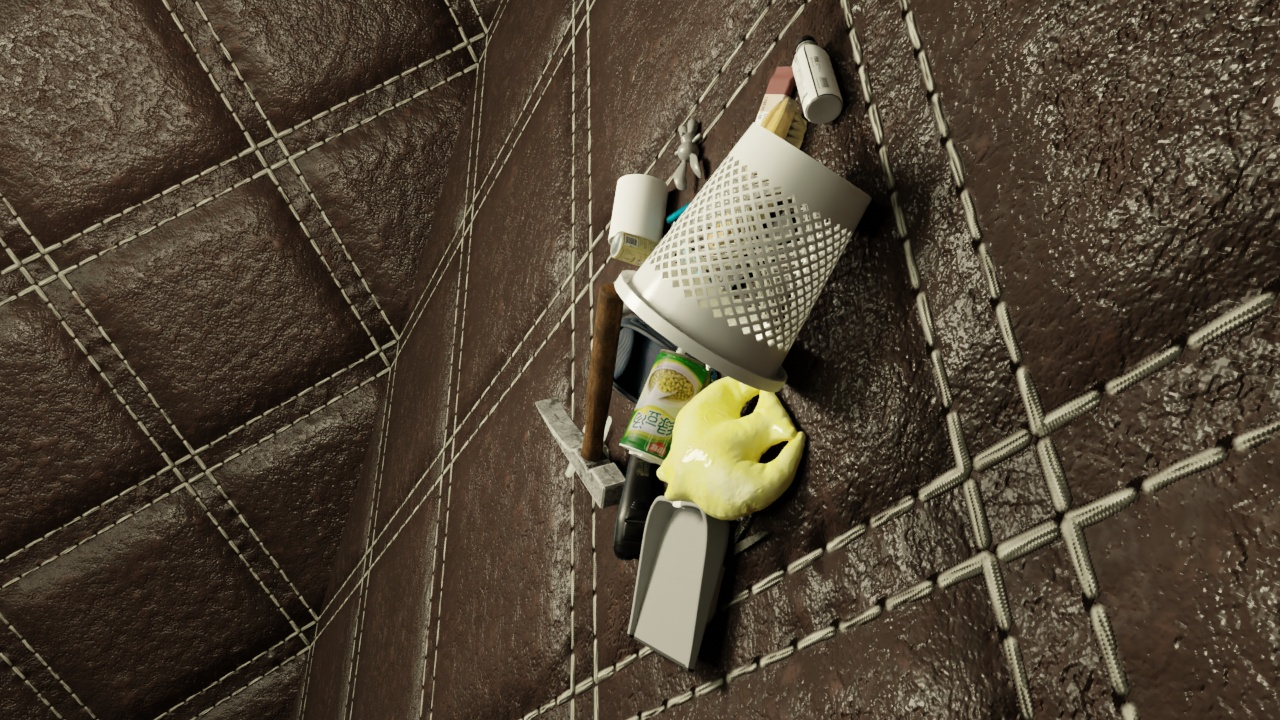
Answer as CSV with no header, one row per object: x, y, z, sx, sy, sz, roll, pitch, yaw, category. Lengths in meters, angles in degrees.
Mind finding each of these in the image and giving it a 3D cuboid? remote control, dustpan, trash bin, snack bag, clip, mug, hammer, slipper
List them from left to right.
-0.069,0.013,1.179,0.217,0.037,0.301,50,143,42,hammer
-0.068,0.129,1.297,0.052,0.058,0.102,-72,4,-72,clip
-0.007,0.007,1.175,0.268,0.083,0.111,35,110,63,slipper
-0.003,-0.200,1.306,0.110,0.074,0.090,96,-178,-76,mug
0.045,0.187,0.995,0.163,0.033,0.257,-9,62,68,dustpan
0.127,-0.114,1.036,0.150,0.013,0.034,-43,40,50,remote control
0.110,-0.107,0.888,0.200,0.195,0.195,-57,28,15,trash bin
0.147,-0.267,1.079,0.158,0.013,0.057,-71,23,9,snack bag

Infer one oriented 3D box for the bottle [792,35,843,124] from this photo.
0.186,-0.305,0.983,0.041,0.041,0.115,-49,35,44,bottle

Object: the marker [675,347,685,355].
0.055,-0.023,1.082,0.152,0.011,0.011,-60,20,-16,marker

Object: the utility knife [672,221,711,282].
0.064,-0.135,1.178,0.022,0.015,0.178,-60,30,30,utility knife

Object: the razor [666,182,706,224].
0.071,-0.207,1.202,0.042,0.022,0.144,-44,6,-27,razor

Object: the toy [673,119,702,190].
0.065,-0.282,1.243,0.049,0.030,0.111,-31,42,38,toy

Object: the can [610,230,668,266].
0.003,-0.146,1.237,0.038,0.079,0.038,-43,40,50,can

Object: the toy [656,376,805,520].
0.086,0.088,0.929,0.155,0.064,0.170,-36,41,12,toy

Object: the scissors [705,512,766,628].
0.080,0.212,0.953,0.158,0.012,0.165,-2,71,66,scissors

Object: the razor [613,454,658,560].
-0.001,0.173,1.118,0.067,0.054,0.151,94,-179,-55,razor

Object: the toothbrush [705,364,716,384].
0.085,0.027,1.046,0.017,0.016,0.188,-32,48,43,toothbrush

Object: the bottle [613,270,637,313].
-0.007,-0.094,1.263,0.196,0.052,0.052,-12,66,63,bottle

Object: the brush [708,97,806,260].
0.130,-0.199,1.029,0.195,0.043,0.059,-64,22,9,brush

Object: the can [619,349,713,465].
0.029,0.055,1.023,0.067,0.067,0.121,7,73,66,can
